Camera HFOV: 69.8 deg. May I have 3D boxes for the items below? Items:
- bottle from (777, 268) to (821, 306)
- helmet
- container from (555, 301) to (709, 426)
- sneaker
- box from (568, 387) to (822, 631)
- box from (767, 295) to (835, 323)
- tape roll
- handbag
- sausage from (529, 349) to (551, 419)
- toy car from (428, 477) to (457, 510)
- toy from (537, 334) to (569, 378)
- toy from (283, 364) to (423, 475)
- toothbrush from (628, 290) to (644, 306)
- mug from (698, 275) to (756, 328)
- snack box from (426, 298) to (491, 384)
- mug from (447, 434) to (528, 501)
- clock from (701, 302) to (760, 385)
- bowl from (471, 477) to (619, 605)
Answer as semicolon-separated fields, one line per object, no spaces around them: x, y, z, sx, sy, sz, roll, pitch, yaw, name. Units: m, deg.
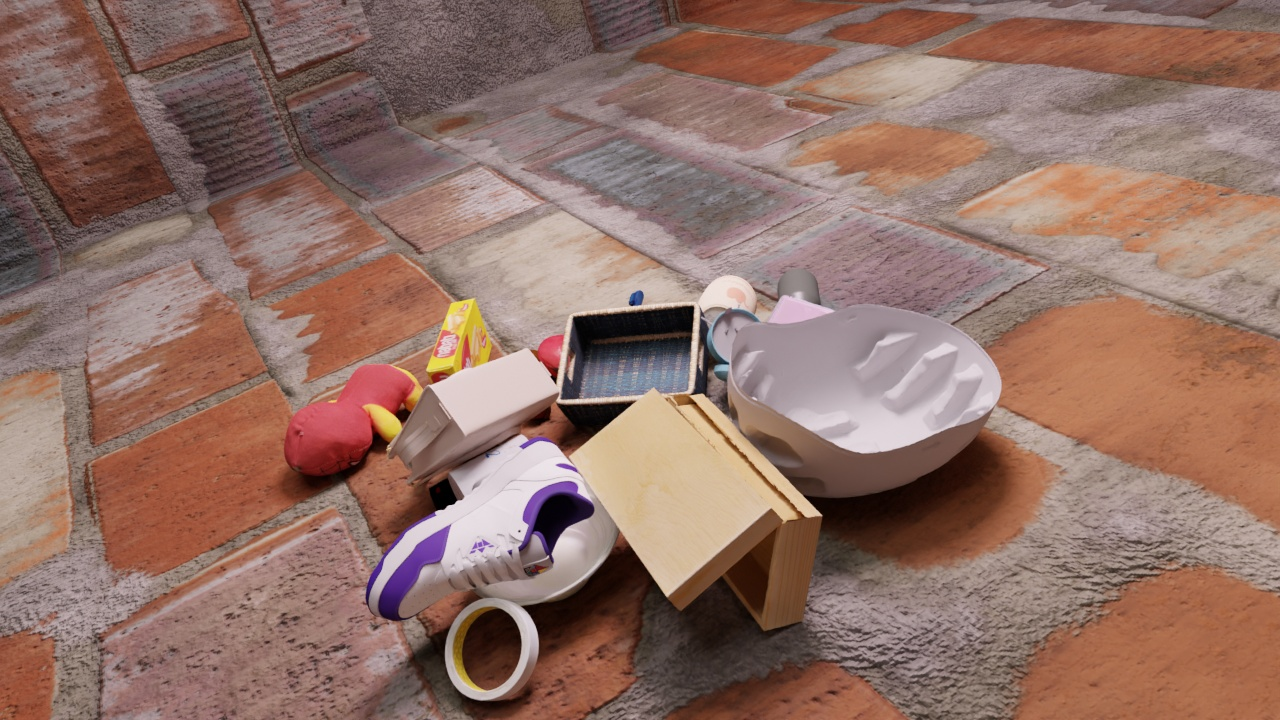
0.227;-0.084;1.312;0.060;0.060;0.108;-8;31;11;bottle
0.237;0.036;0.987;0.282;0.184;0.224;-23;46;-2;helmet
-0.007;0.007;1.207;0.188;0.071;0.145;-4;58;18;container
-0.146;0.188;0.907;0.243;0.092;0.111;-40;53;-19;sneaker
0.059;0.134;0.912;0.179;0.142;0.248;14;17;-31;box
0.255;-0.015;1.155;0.098;0.080;0.233;-33;39;-31;box
-0.142;0.275;0.876;0.094;0.019;0.094;-9;67;21;tape roll
-0.225;0.088;1.144;0.198;0.101;0.194;-44;-11;36;handbag
-0.151;0.034;1.305;0.040;0.040;0.155;-15;30;-1;sausage
-0.212;0.156;1.132;0.091;0.042;0.036;-23;7;-15;toy car
-0.100;-0.008;1.335;0.092;0.062;0.132;21;20;7;toy
-0.409;0.082;1.288;0.148;0.099;0.215;-3;27;33;toy
-0.025;-0.021;1.293;0.017;0.016;0.189;-14;50;40;toothbrush
0.129;-0.056;1.284;0.111;0.085;0.104;33;25;2;mug
-0.266;-0.005;1.364;0.042;0.092;0.200;-11;31;7;snack box
-0.161;0.140;1.066;0.096;0.083;0.120;-27;-11;-20;mug
0.129;-0.010;1.169;0.087;0.123;0.042;-22;-5;-18;clock
-0.098;0.205;0.977;0.177;0.058;0.176;-13;35;9;bowl
